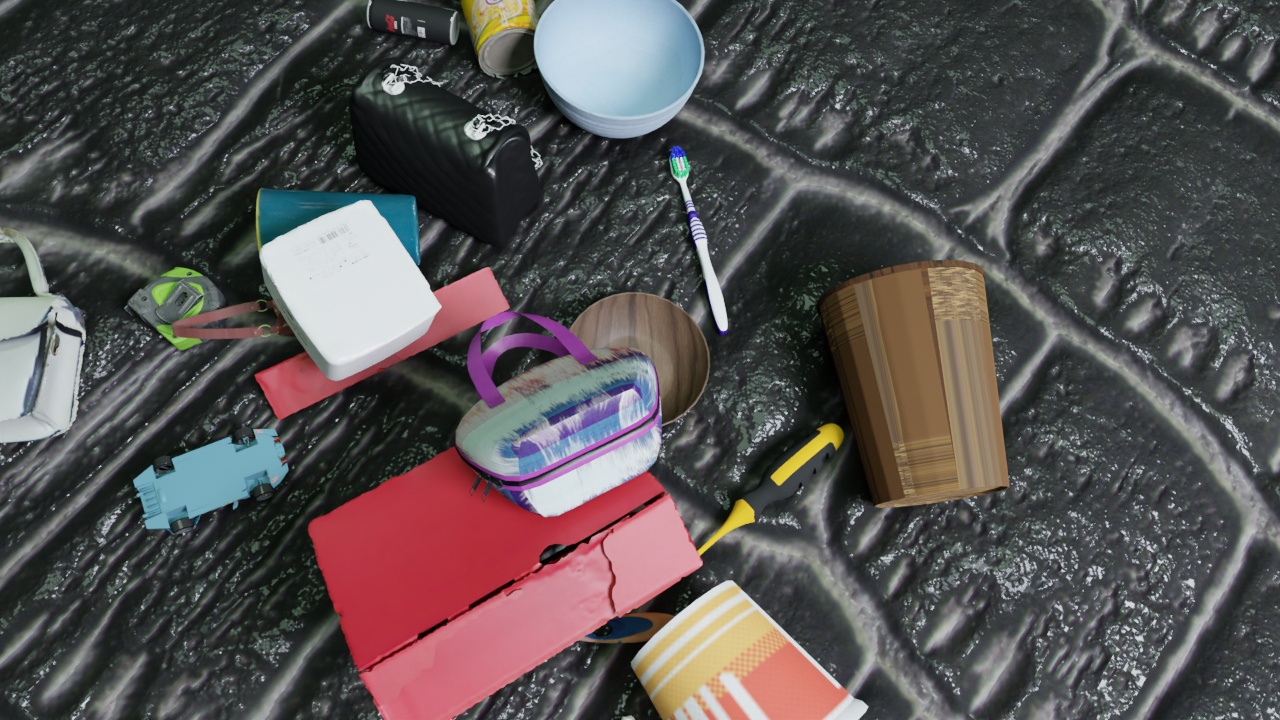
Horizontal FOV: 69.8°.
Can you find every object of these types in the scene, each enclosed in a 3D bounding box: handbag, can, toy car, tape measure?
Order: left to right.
[{"bbox_3d":[-0.516,-0.029,0.704,0.151,0.074,0.175,0,68,-4],"label":"handbag"},{"bbox_3d":[-0.370,-0.045,0.741,0.065,0.036,0.058,34,69,9],"label":"tape measure"},{"bbox_3d":[-0.321,0.091,0.697,0.107,0.027,0.060,-22,72,-12],"label":"toy car"},{"bbox_3d":[-0.305,-0.032,0.727,0.119,0.029,0.055,-10,38,-20],"label":"handbag"},{"bbox_3d":[-0.213,-0.320,0.863,0.080,0.032,0.031,11,68,0],"label":"can"},{"bbox_3d":[-0.153,-0.189,0.767,0.154,0.125,0.114,33,70,9],"label":"handbag"},{"bbox_3d":[-0.131,-0.325,0.853,0.067,0.068,0.105,-14,71,-10],"label":"can"},{"bbox_3d":[-0.067,0.018,0.617,0.144,0.068,0.170,-25,38,-14],"label":"handbag"}]

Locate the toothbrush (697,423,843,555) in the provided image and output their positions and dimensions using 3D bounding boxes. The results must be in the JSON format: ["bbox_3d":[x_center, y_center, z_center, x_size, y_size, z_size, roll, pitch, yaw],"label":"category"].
[{"bbox_3d":[0.087,0.115,0.721,0.196,0.031,0.031,-39,68,-13],"label":"toothbrush"}]

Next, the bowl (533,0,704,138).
[{"bbox_3d":[-0.021,-0.260,0.832,0.150,0.075,0.150,2,69,-4],"label":"bowl"}]

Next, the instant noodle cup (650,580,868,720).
[{"bbox_3d":[0.067,0.229,0.631,0.123,0.124,0.121,-35,68,-16],"label":"instant noodle cup"}]

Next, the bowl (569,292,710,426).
[{"bbox_3d":[-0.005,0.005,0.753,0.119,0.032,0.119,1,69,-4],"label":"bowl"}]

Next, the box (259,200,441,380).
[{"bbox_3d":[-0.223,-0.047,0.706,0.102,0.102,0.108,-33,89,-26],"label":"box"}]

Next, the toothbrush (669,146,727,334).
[{"bbox_3d":[0.051,-0.109,0.811,0.015,0.016,0.186,-10,70,-8],"label":"toothbrush"}]

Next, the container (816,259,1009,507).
[{"bbox_3d":[0.218,0.024,0.718,0.132,0.132,0.167,-5,75,-7],"label":"container"}]

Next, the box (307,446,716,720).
[{"bbox_3d":[-0.027,0.228,0.574,0.212,0.128,0.425,-28,75,-16],"label":"box"}]

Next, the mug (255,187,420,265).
[{"bbox_3d":[-0.245,-0.105,0.757,0.121,0.078,0.078,-4,69,-11],"label":"mug"}]
